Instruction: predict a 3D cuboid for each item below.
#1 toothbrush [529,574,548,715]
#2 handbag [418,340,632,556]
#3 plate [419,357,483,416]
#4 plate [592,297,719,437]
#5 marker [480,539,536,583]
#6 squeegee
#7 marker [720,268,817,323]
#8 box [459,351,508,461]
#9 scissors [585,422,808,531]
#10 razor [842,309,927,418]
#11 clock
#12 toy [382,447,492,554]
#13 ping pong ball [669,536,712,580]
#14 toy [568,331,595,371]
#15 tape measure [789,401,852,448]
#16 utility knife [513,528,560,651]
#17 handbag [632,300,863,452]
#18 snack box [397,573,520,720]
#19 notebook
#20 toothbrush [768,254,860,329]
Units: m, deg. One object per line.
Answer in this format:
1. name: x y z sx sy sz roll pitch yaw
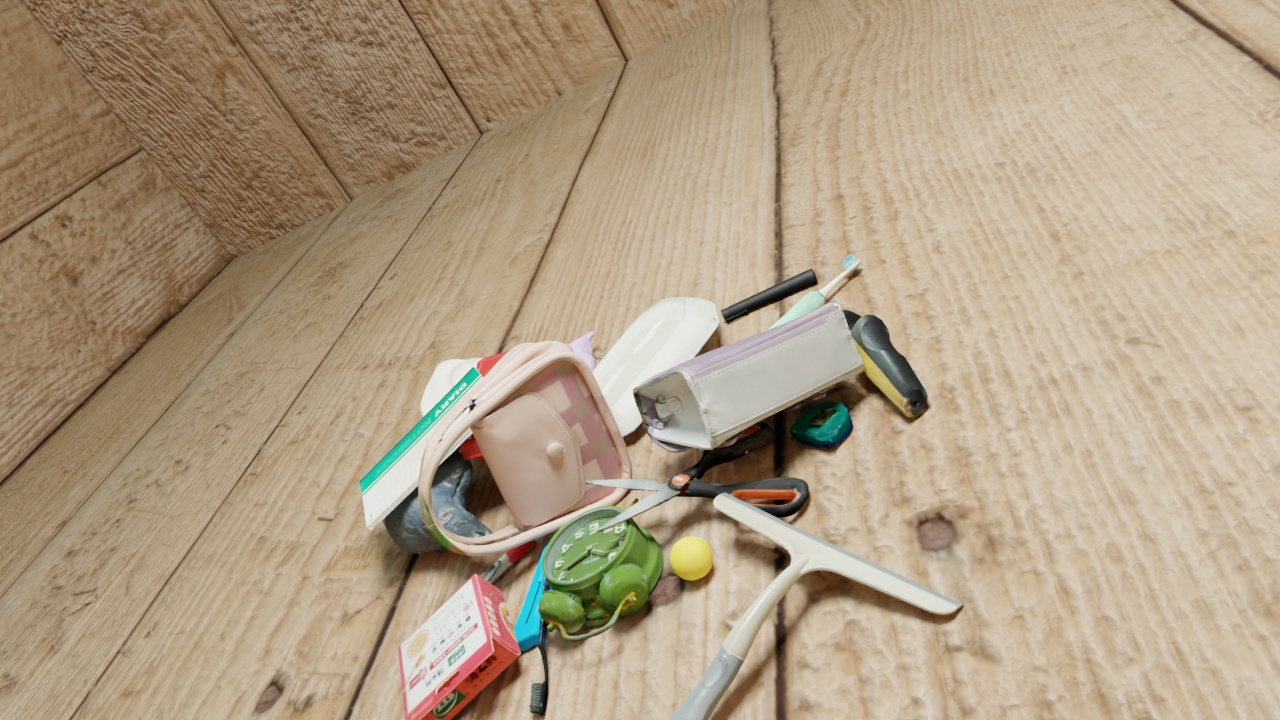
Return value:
1. toothbrush: -0.096 0.257 0.887 0.016 0.014 0.189 -7 38 1
2. handbag: -0.134 0.108 0.977 0.233 0.193 0.093 -35 25 -29
3. plate: -0.212 0.040 1.266 0.164 0.034 0.163 11 31 -5
4. plate: -0.007 0.007 1.174 0.265 0.034 0.162 -50 27 -19
5. marker: -0.173 0.244 1.008 0.145 0.017 0.017 -41 29 -18
6. squeegee: 0.080 0.229 0.731 0.247 0.039 0.246 21 62 45
7. marker: 0.168 -0.084 1.203 0.132 0.020 0.022 -24 45 15
8. box: -0.155 0.075 1.167 0.112 0.100 0.201 -15 31 7
9. scissors: 0.063 0.118 0.913 0.231 0.022 0.220 13 35 37
10. razor: 0.246 0.005 0.951 0.068 0.062 0.167 -56 27 20
11. clock: -0.042 0.208 0.892 0.116 0.056 0.161 -24 28 16
12. toy: -0.260 0.166 1.137 0.138 0.091 0.356 -44 27 -4
13. ping pong ball: 0.048 0.185 0.856 0.040 0.040 0.040 -24 28 14
14. toy: -0.093 0.008 1.295 0.084 0.039 0.108 -41 30 14
15. tape measure: 0.186 0.064 0.933 0.054 0.025 0.058 -44 31 -21
16. utility knife: -0.098 0.219 0.974 0.034 0.018 0.208 -20 28 22
17. handbag: 0.109 0.022 0.954 0.196 0.098 0.145 -22 5 -24
18. snack box: -0.177 0.289 0.889 0.113 0.044 0.127 -43 27 2
19. notebook: -0.260 0.102 1.116 0.209 0.012 0.150 -45 25 -5
20. toothbrush: 0.195 -0.057 1.121 0.224 0.027 0.026 -41 -8 -17
